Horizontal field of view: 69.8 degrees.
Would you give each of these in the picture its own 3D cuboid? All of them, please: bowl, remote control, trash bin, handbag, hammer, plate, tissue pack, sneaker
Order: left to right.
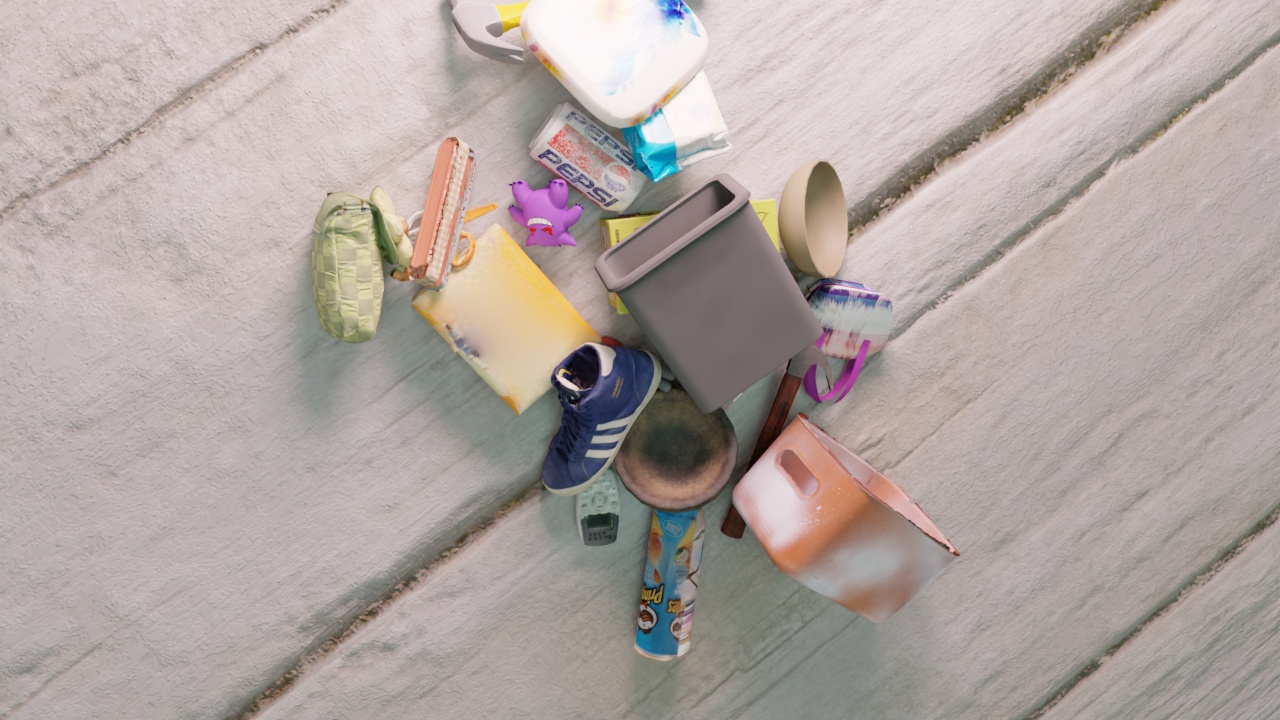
[{"bbox_3d":[-0.325,-0.113,1.084,0.116,0.113,0.186,-4,106,-26],"label":"handbag"},{"bbox_3d":[-0.081,0.075,1.144,0.233,0.091,0.118,-50,147,15],"label":"sneaker"},{"bbox_3d":[-0.060,-0.427,1.085,0.323,0.029,0.127,-18,69,-13],"label":"hammer"},{"bbox_3d":[-0.058,0.196,1.248,0.060,0.028,0.114,-2,103,-12],"label":"remote control"},{"bbox_3d":[-0.024,-0.377,1.051,0.187,0.016,0.186,45,73,-4],"label":"plate"},{"bbox_3d":[0.024,-0.317,1.101,0.117,0.066,0.209,-20,78,-9],"label":"tissue pack"},{"bbox_3d":[0.047,0.123,1.206,0.162,0.070,0.162,-2,70,5],"label":"bowl"},{"bbox_3d":[0.086,-0.076,1.101,0.192,0.097,0.220,-35,122,3],"label":"trash bin"},{"bbox_3d":[0.176,0.112,1.264,0.111,0.028,0.301,18,106,-2],"label":"hammer"},{"bbox_3d":[0.218,-0.181,1.190,0.152,0.051,0.152,1,89,-57],"label":"bowl"},{"bbox_3d":[0.271,-0.022,1.264,0.144,0.068,0.170,8,107,-14],"label":"handbag"},{"bbox_3d":[0.265,0.215,1.218,0.259,0.181,0.157,35,103,-35],"label":"trash bin"}]

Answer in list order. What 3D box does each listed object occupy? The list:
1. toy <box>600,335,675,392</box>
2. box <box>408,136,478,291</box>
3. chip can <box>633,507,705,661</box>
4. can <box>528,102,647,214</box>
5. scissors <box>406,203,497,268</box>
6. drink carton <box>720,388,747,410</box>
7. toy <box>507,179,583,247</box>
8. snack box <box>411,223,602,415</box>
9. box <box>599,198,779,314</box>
[{"bbox_3d":[-0.007,0.007,1.203,0.112,0.030,0.049,24,97,15],"label":"toy"},{"bbox_3d":[-0.235,-0.175,1.078,0.060,0.058,0.186,12,75,-12],"label":"box"},{"bbox_3d":[0.044,0.297,1.271,0.079,0.080,0.230,5,101,-14],"label":"chip can"},{"bbox_3d":[-0.063,-0.246,1.123,0.136,0.078,0.078,34,93,-17],"label":"can"},{"bbox_3d":[-0.231,-0.166,1.107,0.130,0.011,0.125,-10,68,13],"label":"scissors"},{"bbox_3d":[0.086,0.003,1.228,0.076,0.048,0.125,-44,108,-1],"label":"drink carton"},{"bbox_3d":[-0.115,-0.181,1.137,0.106,0.055,0.088,3,108,23],"label":"toy"},{"bbox_3d":[-0.166,-0.049,1.142,0.145,0.080,0.195,-42,108,-2],"label":"snack box"},{"bbox_3d":[0.065,-0.137,1.176,0.221,0.082,0.124,-7,104,-10],"label":"box"}]
